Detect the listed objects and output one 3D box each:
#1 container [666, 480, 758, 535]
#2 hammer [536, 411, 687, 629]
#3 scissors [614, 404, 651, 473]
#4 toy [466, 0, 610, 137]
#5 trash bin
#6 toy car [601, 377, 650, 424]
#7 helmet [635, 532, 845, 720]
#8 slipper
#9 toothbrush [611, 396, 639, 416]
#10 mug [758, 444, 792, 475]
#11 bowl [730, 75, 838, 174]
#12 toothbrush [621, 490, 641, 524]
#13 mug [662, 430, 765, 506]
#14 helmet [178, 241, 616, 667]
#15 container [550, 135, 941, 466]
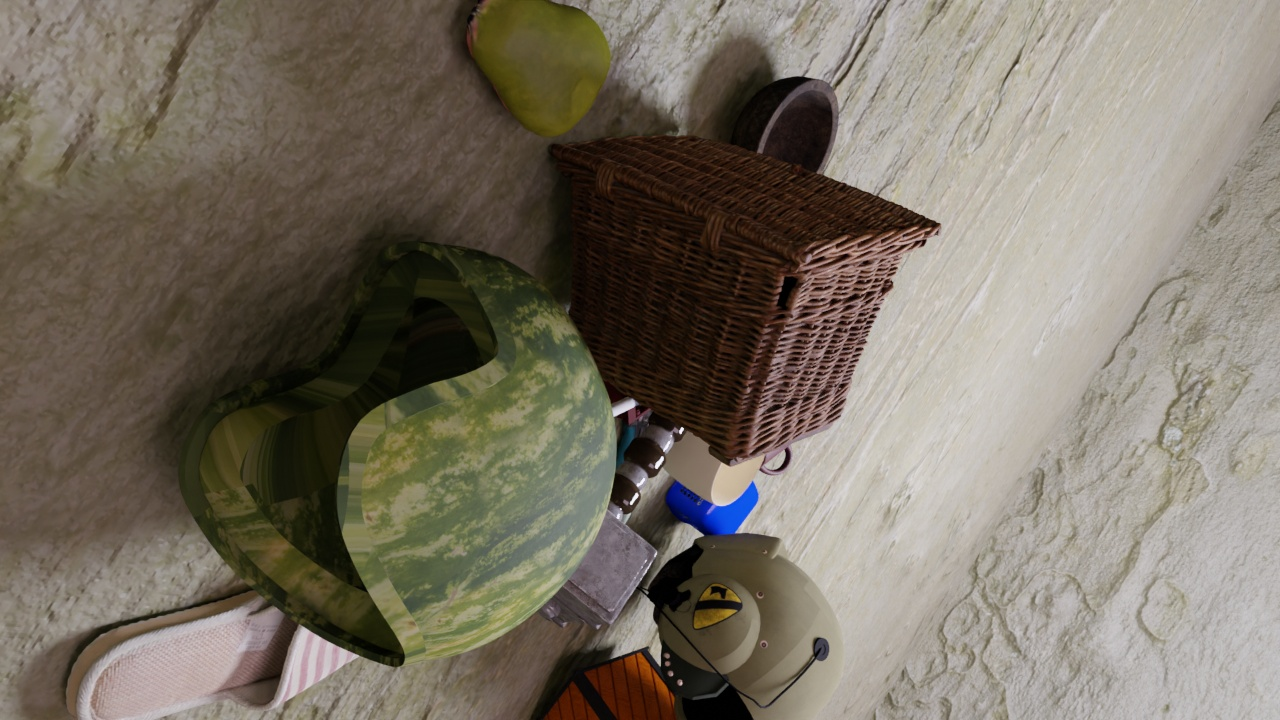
[{"bbox_3d":[0.091,0.165,1.102,0.096,0.058,0.114,-52,146,-7],"label":"container"},{"bbox_3d":[-0.001,0.099,0.868,0.325,0.079,0.177,-53,-170,-25],"label":"hammer"},{"bbox_3d":[-0.003,0.083,0.954,0.133,0.019,0.146,-50,145,-14],"label":"scissors"},{"bbox_3d":[-0.067,-0.203,0.607,0.090,0.051,0.110,-59,144,-1],"label":"toy"},{"bbox_3d":[-0.017,0.466,1.088,0.139,0.172,0.140,3,127,-53],"label":"trash bin"},{"bbox_3d":[-0.005,0.004,0.846,0.169,0.062,0.070,-34,140,-30],"label":"toy car"},{"bbox_3d":[0.097,0.309,1.033,0.232,0.256,0.251,-36,138,-27],"label":"helmet"},{"bbox_3d":[-0.276,0.212,0.686,0.262,0.052,0.115,-4,121,-50],"label":"slipper"},{"bbox_3d":[-0.065,0.058,0.760,0.186,0.017,0.012,-24,168,-32],"label":"toothbrush"},{"bbox_3d":[0.151,0.092,1.090,0.082,0.073,0.106,-31,114,-33],"label":"mug"},{"bbox_3d":[0.121,-0.203,0.838,0.121,0.056,0.121,-32,139,-33],"label":"bowl"},{"bbox_3d":[-0.015,0.167,1.010,0.022,0.015,0.155,11,112,-20],"label":"toothbrush"},{"bbox_3d":[0.072,0.078,0.970,0.096,0.100,0.120,14,104,-57],"label":"mug"},{"bbox_3d":[-0.127,0.060,0.596,0.246,0.214,0.243,-55,129,-37],"label":"helmet"},{"bbox_3d":[0.057,-0.052,0.695,0.161,0.250,0.183,-15,125,-40],"label":"container"}]
